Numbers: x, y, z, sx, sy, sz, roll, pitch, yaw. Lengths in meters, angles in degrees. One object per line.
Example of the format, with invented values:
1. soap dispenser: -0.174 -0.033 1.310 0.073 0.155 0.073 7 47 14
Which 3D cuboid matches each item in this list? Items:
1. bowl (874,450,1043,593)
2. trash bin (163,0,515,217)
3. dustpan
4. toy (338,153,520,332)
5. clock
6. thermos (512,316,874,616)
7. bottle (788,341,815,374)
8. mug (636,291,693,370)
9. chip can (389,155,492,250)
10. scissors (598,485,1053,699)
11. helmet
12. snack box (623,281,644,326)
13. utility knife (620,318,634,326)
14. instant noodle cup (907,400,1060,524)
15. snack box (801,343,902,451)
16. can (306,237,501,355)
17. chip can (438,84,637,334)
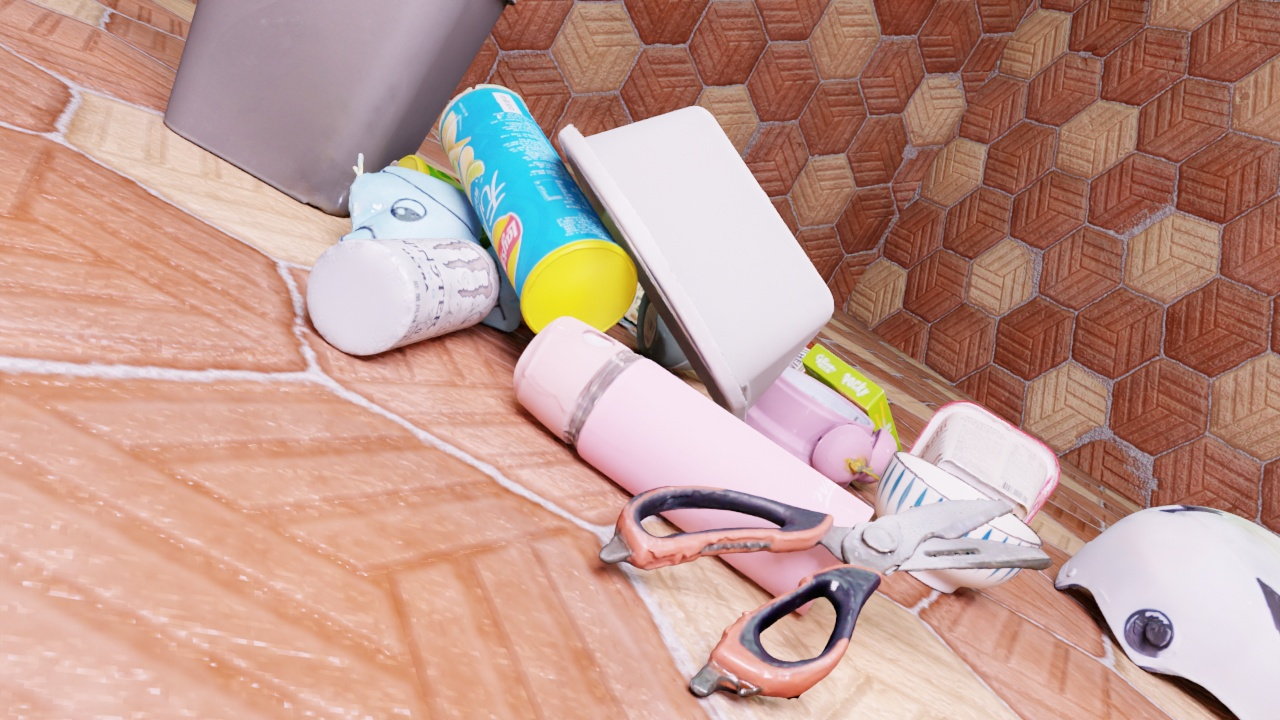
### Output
1. bowl: 0.217 0.123 0.658 0.116 0.066 0.116 28 11 -6
2. trash bin: -0.239 -0.249 0.727 0.199 0.220 0.198 29 13 -5
3. dustpan: 0.008 -0.050 0.617 0.142 0.258 0.222 -28 81 -28
4. toy: -0.137 -0.082 0.641 0.156 0.050 0.161 51 35 -8
5. clock: 0.156 0.063 0.781 0.158 0.060 0.117 41 16 33
6. thermos: 0.026 0.048 0.497 0.198 0.067 0.087 33 24 18
7. bottle: 0.197 0.014 1.060 0.206 0.060 0.059 39 10 -11
8. mug: 0.052 -0.025 0.830 0.106 0.112 0.082 4 63 -17
9. chip can: -0.107 -0.091 0.753 0.221 0.073 0.072 21 15 -39
10. scissors: 0.092 0.092 0.404 0.197 0.015 0.212 24 35 11
11. helmet: 0.524 0.220 0.807 0.229 0.146 0.258 25 13 -22
12. snack box: 0.058 -0.087 1.036 0.063 0.114 0.239 34 13 13
13. utility knife: -0.095 -0.092 0.922 0.218 0.015 0.033 32 14 9
14. instant noodle cup: 0.276 0.111 0.770 0.117 0.116 0.124 33 23 15
15. snack box: 0.209 0.051 0.894 0.086 0.026 0.156 40 -9 36
16. can: -0.127 -0.040 0.519 0.058 0.058 0.146 31 12 4
17. chip can: -0.074 -0.102 0.598 0.071 0.071 0.210 20 27 -40
